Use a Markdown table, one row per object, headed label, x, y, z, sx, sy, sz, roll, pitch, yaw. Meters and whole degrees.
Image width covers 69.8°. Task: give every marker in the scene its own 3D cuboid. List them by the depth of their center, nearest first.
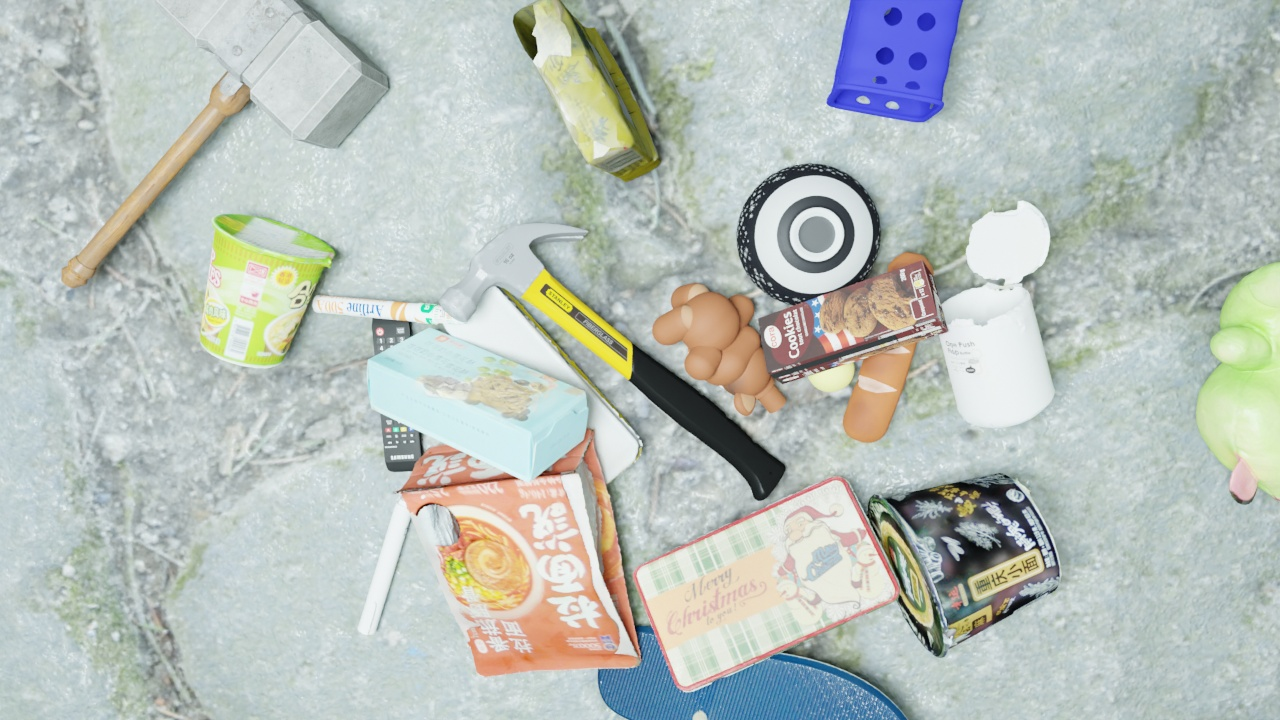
| label | x | y | z | sx | sy | sz | roll | pitch | yaw |
| --- | --- | --- | --- | --- | --- | --- | --- | --- | --- |
| marker | -0.216 | -0.043 | 0.790 | 0.146 | 0.017 | 0.017 | 6 | 97 | 17 |
| marker | -0.231 | 0.187 | 0.834 | 0.017 | 0.020 | 0.133 | 17 | 98 | -9 |

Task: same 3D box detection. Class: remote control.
| label | x | y | z | sx | sy | sz | roll | pitch | yaw |
| --- | --- | --- | --- | --- | --- | --- | --- | --- | --- |
| remote control | -0.215 | 0.029 | 0.816 | 0.033 | 0.015 | 0.147 | -3 | 97 | 4 |

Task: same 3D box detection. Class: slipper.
| label | x | y | z | sx | sy | sz | roll | pitch | yaw |
| --- | --- | --- | --- | --- | --- | --- | --- | --- | --- |
| slipper | 0.105 | 0.306 | 0.814 | 0.295 | 0.060 | 0.118 | 14 | 92 | 14 |

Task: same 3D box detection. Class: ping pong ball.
| label | x | y | z | sx | sy | sz | roll | pitch | yaw |
| --- | --- | --- | --- | --- | --- | --- | --- | --- | --- |
| ping pong ball | 0.161 | 0.007 | 0.780 | 0.040 | 0.040 | 0.040 | 0 | 97 | 3 |

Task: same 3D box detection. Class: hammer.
| label | x | y | z | sx | sy | sz | roll | pitch | yaw |
| --- | --- | --- | --- | --- | --- | --- | --- | --- | --- |
| hammer | -0.381 | -0.177 | 0.766 | 0.162 | 0.083 | 0.318 | 44 | 97 | -3 |
| hammer | -0.005 | 0.005 | 0.781 | 0.323 | 0.029 | 0.126 | 39 | 72 | -8 |

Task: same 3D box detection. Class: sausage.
| label | x | y | z | sx | sy | sz | roll | pitch | yaw |
| --- | --- | --- | --- | --- | --- | --- | --- | --- | --- |
| sausage | 0.210 | -0.010 | 0.774 | 0.039 | 0.044 | 0.164 | 20 | 99 | 36 |

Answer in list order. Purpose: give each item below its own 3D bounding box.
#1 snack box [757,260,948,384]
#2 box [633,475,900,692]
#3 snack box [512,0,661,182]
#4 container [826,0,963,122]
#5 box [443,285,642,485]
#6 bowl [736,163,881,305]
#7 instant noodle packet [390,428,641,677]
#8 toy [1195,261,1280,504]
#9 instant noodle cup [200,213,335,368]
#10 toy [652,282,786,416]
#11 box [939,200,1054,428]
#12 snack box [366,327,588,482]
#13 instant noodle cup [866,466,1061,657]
| label | x | y | z | sx | sy | sz | roll | pitch | yaw |
| --- | --- | --- | --- | --- | --- | --- | --- | --- | --- |
| snack box | 0.169 | -0.029 | 0.742 | 0.141 | 0.031 | 0.051 | -20 | 62 | 26 |
| box | 0.106 | 0.190 | 0.781 | 0.206 | 0.051 | 0.117 | -25 | 69 | 7 |
| snack box | -0.033 | -0.202 | 0.695 | 0.045 | 0.180 | 0.121 | -26 | 94 | 10 |
| container | 0.203 | -0.258 | 0.724 | 0.085 | 0.084 | 0.113 | 11 | 96 | 3 |
| box | -0.084 | 0.019 | 0.798 | 0.064 | 0.037 | 0.210 | -41 | 94 | 10 |
| bowl | 0.141 | -0.103 | 0.755 | 0.120 | 0.066 | 0.120 | 0 | 97 | 3 |
| instant noodle packet | -0.099 | 0.180 | 0.801 | 0.164 | 0.083 | 0.221 | -8 | 111 | 14 |
| toy | 0.515 | 0.018 | 0.738 | 0.150 | 0.107 | 0.197 | 4 | 107 | -20 |
| instant noodle cup | -0.324 | -0.057 | 0.777 | 0.099 | 0.098 | 0.108 | 24 | 105 | 0 |
| toy | 0.073 | -0.006 | 0.777 | 0.127 | 0.065 | 0.094 | 49 | 56 | -18 |
| box | 0.293 | -0.037 | 0.749 | 0.125 | 0.085 | 0.156 | -36 | 115 | -28 |
| snack box | -0.134 | 0.032 | 0.747 | 0.175 | 0.074 | 0.053 | 22 | 123 | 25 |
| instant noodle cup | 0.267 | 0.159 | 0.755 | 0.112 | 0.137 | 0.137 | -19 | 95 | -3 |
